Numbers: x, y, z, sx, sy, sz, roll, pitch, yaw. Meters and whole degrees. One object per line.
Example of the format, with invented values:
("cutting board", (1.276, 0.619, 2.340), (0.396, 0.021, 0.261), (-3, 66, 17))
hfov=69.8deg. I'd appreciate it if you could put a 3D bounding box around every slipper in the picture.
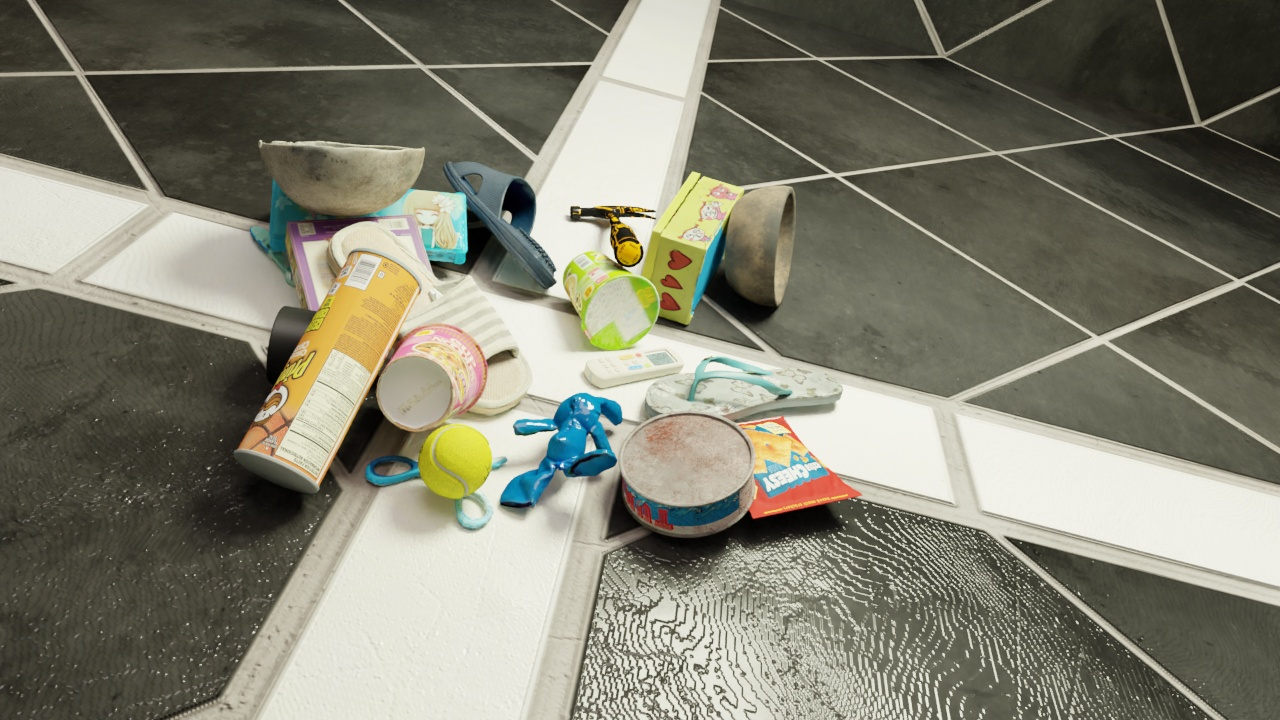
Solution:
("slipper", (0.119, 0.021, 1.052), (0.268, 0.055, 0.098), (-6, 27, -32))
("slipper", (-0.224, -0.053, 0.970), (0.272, 0.054, 0.114), (42, 55, 10))
("slipper", (-0.170, -0.198, 1.199), (0.082, 0.101, 0.263), (-42, 57, 0))

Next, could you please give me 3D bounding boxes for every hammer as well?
("hammer", (-0.026, -0.173, 1.212), (0.123, 0.036, 0.320), (-1, 18, -6))

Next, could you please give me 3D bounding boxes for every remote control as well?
("remote control", (-0.006, 0.006, 1.062), (0.125, 0.018, 0.038), (-10, 42, -33))

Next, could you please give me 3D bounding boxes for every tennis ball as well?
("tennis ball", (-0.165, 0.090, 0.819), (0.065, 0.066, 0.065), (10, 34, -7))

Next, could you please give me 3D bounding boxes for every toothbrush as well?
("toothbrush", (-0.436, -0.129, 1.088), (0.022, 0.017, 0.135), (-15, 45, -36))

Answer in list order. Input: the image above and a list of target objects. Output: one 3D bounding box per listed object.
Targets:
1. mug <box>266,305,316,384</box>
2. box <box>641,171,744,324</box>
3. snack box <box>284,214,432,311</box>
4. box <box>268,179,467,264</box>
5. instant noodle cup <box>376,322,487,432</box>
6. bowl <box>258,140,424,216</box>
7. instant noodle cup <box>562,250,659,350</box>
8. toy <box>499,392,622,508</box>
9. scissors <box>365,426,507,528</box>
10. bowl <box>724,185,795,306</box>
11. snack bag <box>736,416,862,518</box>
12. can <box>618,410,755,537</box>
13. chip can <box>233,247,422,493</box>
("mug", (-0.315, 0.007, 0.900), (0.088, 0.078, 0.113), (10, 62, -8))
("box", (0.066, -0.154, 1.227), (0.083, 0.125, 0.220), (20, 37, 10))
("snack box", (-0.305, -0.090, 1.017), (0.143, 0.041, 0.148), (-8, 63, -29))
("box", (-0.334, -0.185, 1.139), (0.227, 0.086, 0.169), (2, 29, -18))
("instant noodle cup", (-0.200, 0.020, 0.863), (0.097, 0.098, 0.108), (13, 9, -3))
("bowl", (-0.332, -0.204, 1.033), (0.178, 0.081, 0.178), (1, 15, -1))
("instant noodle cup", (-0.043, -0.081, 1.111), (0.098, 0.099, 0.108), (-4, 31, -26))
("toy", (-0.059, 0.075, 0.890), (0.113, 0.071, 0.175), (-3, 26, 21))
("scissors", (-0.187, 0.107, 0.854), (0.139, 0.011, 0.134), (-1, 40, -20))
("bowl", (0.161, -0.156, 1.240), (0.070, 0.162, 0.161), (8, 32, 16))
("snack bag", (0.133, 0.109, 0.948), (0.130, 0.039, 0.144), (-7, 34, -26))
("can", (0.045, 0.107, 0.883), (0.130, 0.044, 0.129), (-3, 38, 2))
("chip can", (-0.275, 0.006, 0.822), (0.075, 0.075, 0.214), (18, 63, 4))
